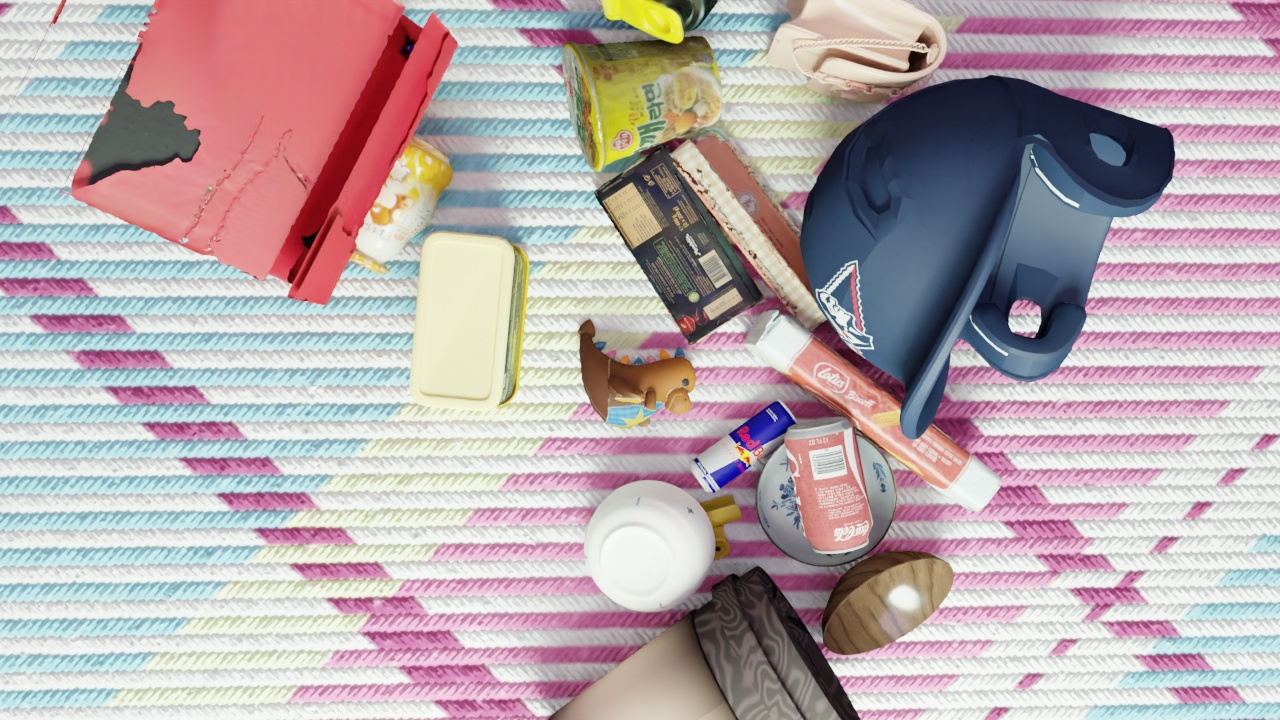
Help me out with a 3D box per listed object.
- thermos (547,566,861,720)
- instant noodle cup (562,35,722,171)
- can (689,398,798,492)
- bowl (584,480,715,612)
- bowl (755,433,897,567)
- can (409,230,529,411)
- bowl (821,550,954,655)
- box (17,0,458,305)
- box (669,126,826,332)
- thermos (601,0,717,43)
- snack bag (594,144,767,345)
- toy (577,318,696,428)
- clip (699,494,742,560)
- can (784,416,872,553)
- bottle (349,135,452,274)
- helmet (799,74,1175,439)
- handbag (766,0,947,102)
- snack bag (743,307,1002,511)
[{"bbox_3d":[0.038,0.287,0.703,0.226,0.172,0.172,-34,93,5],"label":"thermos"},{"bbox_3d":[0.002,-0.208,0.722,0.108,0.102,0.102,-16,92,-10],"label":"instant noodle cup"},{"bbox_3d":[0.086,0.071,0.758,0.095,0.032,0.032,-36,93,-1],"label":"can"},{"bbox_3d":[0.003,0.152,0.732,0.105,0.054,0.105,3,102,16],"label":"bowl"},{"bbox_3d":[0.148,0.109,0.756,0.114,0.045,0.114,0,92,-2],"label":"bowl"},{"bbox_3d":[-0.131,-0.029,0.710,0.075,0.104,0.135,5,91,-3],"label":"can"},{"bbox_3d":[0.194,0.190,0.748,0.119,0.032,0.119,-14,133,-16],"label":"bowl"},{"bbox_3d":[-0.203,-0.144,0.557,0.107,0.410,0.211,28,91,-12],"label":"box"},{"bbox_3d":[0.097,-0.107,0.743,0.187,0.054,0.078,51,56,-4],"label":"box"},{"bbox_3d":[0.049,-0.343,0.699,0.098,0.098,0.220,33,76,-3],"label":"thermos"},{"bbox_3d":[0.032,-0.095,0.758,0.074,0.018,0.155,-32,93,-3],"label":"snack bag"},{"bbox_3d":[-0.004,0.005,0.753,0.090,0.071,0.103,-16,69,-15],"label":"toy"},{"bbox_3d":[0.060,0.140,0.762,0.054,0.045,0.048,-16,67,-4],"label":"clip"},{"bbox_3d":[0.145,0.095,0.705,0.054,0.054,0.096,-12,92,-2],"label":"can"},{"bbox_3d":[-0.194,-0.123,0.725,0.063,0.063,0.109,26,91,-3],"label":"bottle"},{"bbox_3d":[0.222,-0.074,0.659,0.223,0.232,0.271,16,62,15],"label":"helmet"},{"bbox_3d":[0.178,-0.286,0.667,0.116,0.198,0.187,20,101,1],"label":"handbag"},{"bbox_3d":[0.183,0.038,0.739,0.225,0.077,0.041,35,91,-3],"label":"snack bag"}]
